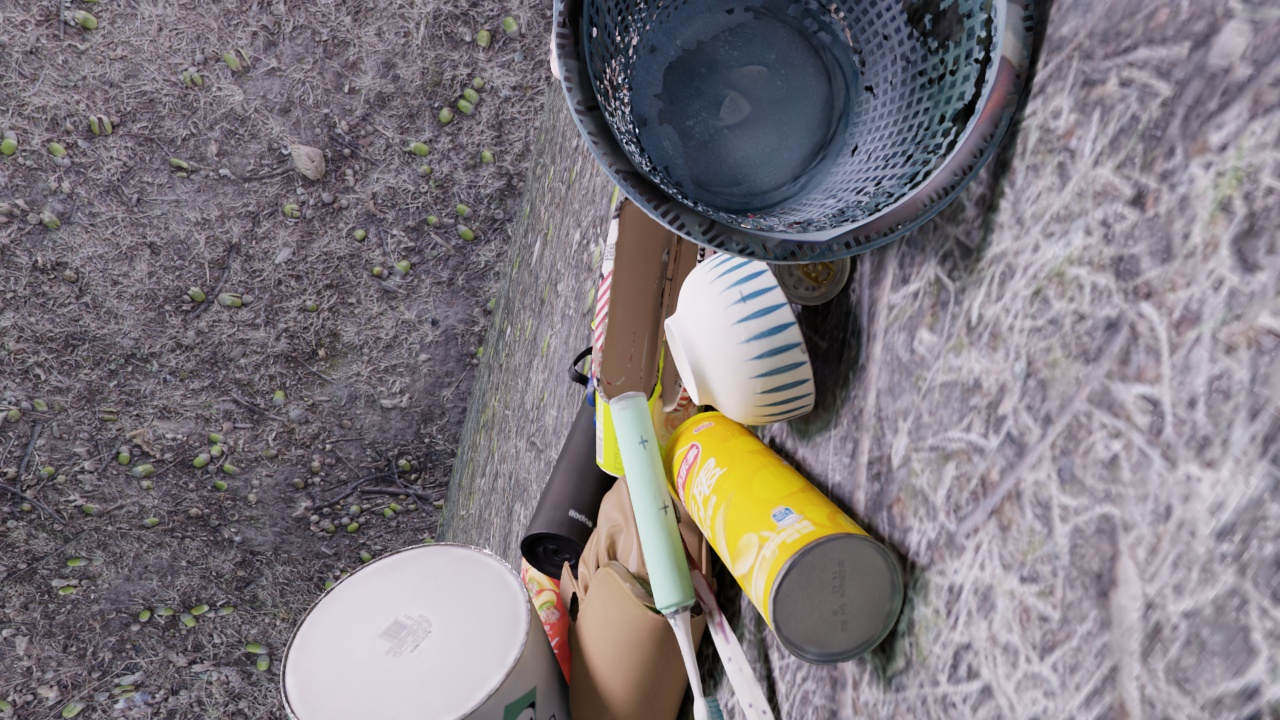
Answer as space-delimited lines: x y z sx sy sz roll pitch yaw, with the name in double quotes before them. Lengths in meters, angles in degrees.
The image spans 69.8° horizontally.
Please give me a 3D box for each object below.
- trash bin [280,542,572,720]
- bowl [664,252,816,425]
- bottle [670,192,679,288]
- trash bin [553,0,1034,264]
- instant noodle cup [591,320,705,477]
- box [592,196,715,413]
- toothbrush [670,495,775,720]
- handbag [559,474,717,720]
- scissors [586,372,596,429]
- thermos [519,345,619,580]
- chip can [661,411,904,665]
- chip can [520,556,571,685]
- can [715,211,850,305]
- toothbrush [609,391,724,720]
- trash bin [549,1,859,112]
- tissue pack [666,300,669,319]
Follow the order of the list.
"trash bin" -0.149 0.298 0.725 0.229 0.229 0.252 -100 1 -56
"bowl" 0.056 -0.009 0.581 0.116 0.066 0.116 158 91 -84
"bottle" 0.038 -0.139 0.800 0.058 0.057 0.174 124 167 -56
"trash bin" 0.071 -0.166 0.521 0.195 0.226 0.226 -97 20 -86
"instant noodle cup" 0.009 0.034 0.769 0.111 0.111 0.123 -135 50 -73
"box" 0.021 -0.044 0.664 0.088 0.076 0.162 -3 74 42
"toothbrush" 0.046 0.157 0.591 0.016 0.017 0.187 -34 53 10
"handbag" -0.007 0.192 0.694 0.147 0.099 0.205 -106 25 -60
"scissors" -0.003 0.016 0.863 0.174 0.012 0.108 -10 -81 -61
"thermos" -0.050 0.081 0.850 0.069 0.090 0.241 -55 11 43
"chip can" 0.071 0.092 0.536 0.213 0.072 0.072 -132 56 -72
"chip can" -0.110 0.316 1.040 0.073 0.073 0.216 120 157 -50
"can" 0.092 -0.073 0.622 0.132 0.053 0.053 -129 53 -72
"toothbrush" 0.016 0.126 0.590 0.027 0.027 0.224 -35 62 48
"trash bin" 0.040 -0.266 0.703 0.227 0.192 0.227 -169 91 -75
"tissue pack" 0.030 -0.104 0.886 0.134 0.050 0.093 126 154 -57
